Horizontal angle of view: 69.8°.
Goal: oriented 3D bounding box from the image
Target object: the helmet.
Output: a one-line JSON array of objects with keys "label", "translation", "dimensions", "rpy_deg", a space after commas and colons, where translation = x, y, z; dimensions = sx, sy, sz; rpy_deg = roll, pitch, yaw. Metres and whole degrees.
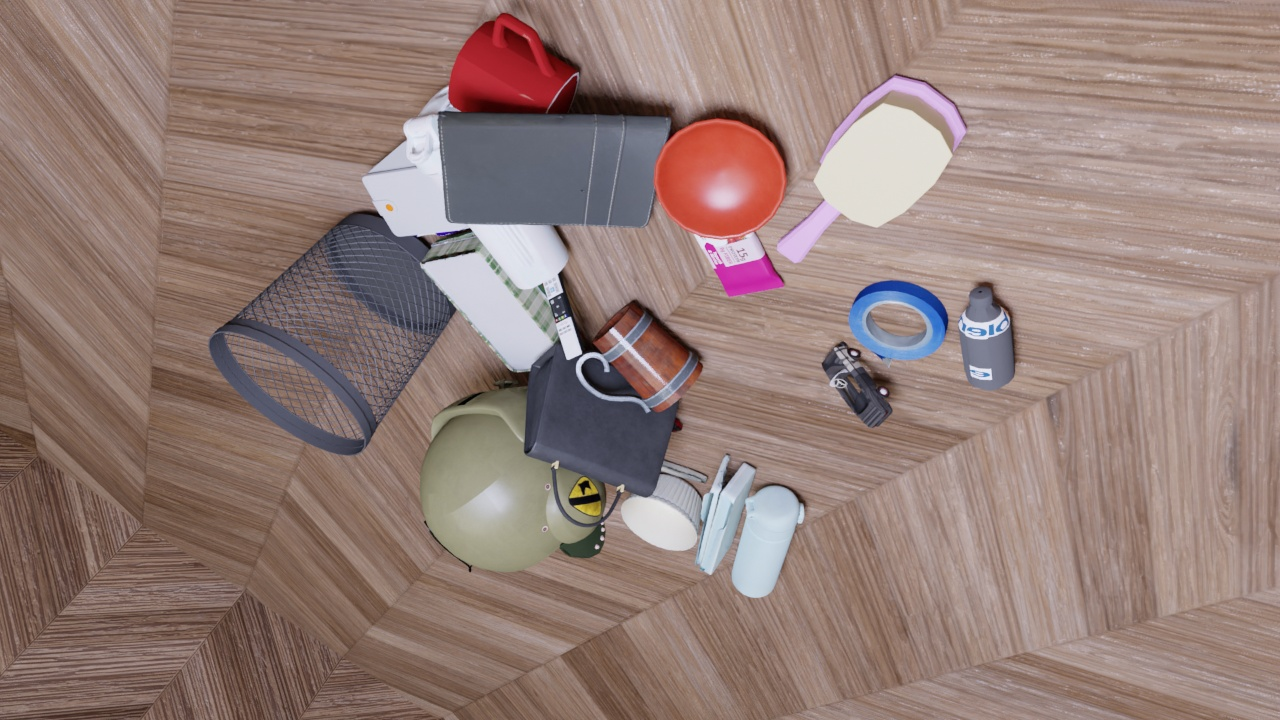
[{"label": "helmet", "translation": [-0.163, 0.143, 1.182], "dimensions": [0.251, 0.254, 0.233], "rpy_deg": [-10, 131, 40]}]

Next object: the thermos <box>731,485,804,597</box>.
[{"label": "thermos", "translation": [0.169, 0.247, 1.248], "dimensions": [0.078, 0.065, 0.207], "rpy_deg": [3, 139, -2]}]

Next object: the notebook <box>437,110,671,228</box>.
[{"label": "notebook", "translation": [-0.085, -0.180, 0.884], "dimensions": [0.209, 0.029, 0.170], "rpy_deg": [2, 155, -8]}]

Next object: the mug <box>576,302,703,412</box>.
[{"label": "mug", "translation": [-0.006, 0.006, 1.073], "dimensions": [0.117, 0.081, 0.111], "rpy_deg": [-44, 101, 9]}]

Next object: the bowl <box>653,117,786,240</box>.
[{"label": "bowl", "translation": [0.075, -0.174, 0.858], "dimensions": [0.122, 0.035, 0.122], "rpy_deg": [6, 129, 7]}]

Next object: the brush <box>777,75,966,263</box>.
[{"label": "brush", "translation": [0.188, -0.150, 0.820], "dimensions": [0.089, 0.043, 0.229], "rpy_deg": [35, 141, -5]}]

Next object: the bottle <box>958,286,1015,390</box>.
[{"label": "bottle", "translation": [0.327, -0.021, 0.867], "dimensions": [0.047, 0.046, 0.112], "rpy_deg": [4, 134, 30]}]

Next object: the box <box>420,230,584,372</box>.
[{"label": "box", "translation": [-0.167, -0.070, 1.127], "dimensions": [0.118, 0.050, 0.205], "rpy_deg": [-5, 134, 40]}]

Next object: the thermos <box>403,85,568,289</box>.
[{"label": "thermos", "translation": [-0.161, -0.178, 0.981], "dimensions": [0.099, 0.099, 0.220], "rpy_deg": [-4, 134, 36]}]

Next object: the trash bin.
[{"label": "trash bin", "translation": [-0.370, -0.038, 1.149], "dimensions": [0.218, 0.226, 0.218], "rpy_deg": [21, 146, 15]}]

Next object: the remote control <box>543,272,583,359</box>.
[{"label": "remote control", "translation": [-0.093, -0.064, 1.077], "dimensions": [0.028, 0.011, 0.124], "rpy_deg": [-22, 84, 47]}]

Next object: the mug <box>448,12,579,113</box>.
[{"label": "mug", "translation": [-0.116, -0.266, 0.861], "dimensions": [0.096, 0.080, 0.117], "rpy_deg": [31, 148, 1]}]

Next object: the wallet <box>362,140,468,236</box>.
[{"label": "wallet", "translation": [-0.267, -0.203, 1.069], "dimensions": [0.119, 0.037, 0.115], "rpy_deg": [-1, 132, 29]}]

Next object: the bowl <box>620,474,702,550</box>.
[{"label": "bowl", "translation": [0.037, 0.208, 1.295], "dimensions": [0.115, 0.062, 0.115], "rpy_deg": [18, 140, 16]}]

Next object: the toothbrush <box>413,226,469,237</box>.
[{"label": "toothbrush", "translation": [-0.240, -0.159, 1.116], "dimensions": [0.187, 0.015, 0.016], "rpy_deg": [1, 135, 33]}]

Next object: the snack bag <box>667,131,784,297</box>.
[{"label": "snack bag", "translation": [0.075, -0.144, 0.924], "dimensions": [0.070, 0.016, 0.196], "rpy_deg": [-8, 127, 37]}]

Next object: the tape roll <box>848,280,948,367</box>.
[{"label": "tape roll", "translation": [0.257, -0.039, 0.916], "dimensions": [0.091, 0.016, 0.093], "rpy_deg": [44, 140, -15]}]

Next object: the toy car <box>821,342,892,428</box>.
[{"label": "toy car", "translation": [0.227, 0.028, 0.972], "dimensions": [0.092, 0.037, 0.040], "rpy_deg": [57, 149, 21]}]

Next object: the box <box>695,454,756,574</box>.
[{"label": "box", "translation": [0.109, 0.215, 1.245], "dimensions": [0.067, 0.083, 0.199], "rpy_deg": [8, 139, 1]}]

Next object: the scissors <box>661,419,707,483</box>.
[{"label": "scissors", "translation": [0.008, 0.124, 1.260], "dimensions": [0.179, 0.015, 0.199], "rpy_deg": [36, 142, -6]}]

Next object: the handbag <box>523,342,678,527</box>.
[{"label": "handbag", "translation": [-0.055, 0.106, 1.097], "dimensions": [0.175, 0.195, 0.072], "rpy_deg": [23, 146, -23]}]
